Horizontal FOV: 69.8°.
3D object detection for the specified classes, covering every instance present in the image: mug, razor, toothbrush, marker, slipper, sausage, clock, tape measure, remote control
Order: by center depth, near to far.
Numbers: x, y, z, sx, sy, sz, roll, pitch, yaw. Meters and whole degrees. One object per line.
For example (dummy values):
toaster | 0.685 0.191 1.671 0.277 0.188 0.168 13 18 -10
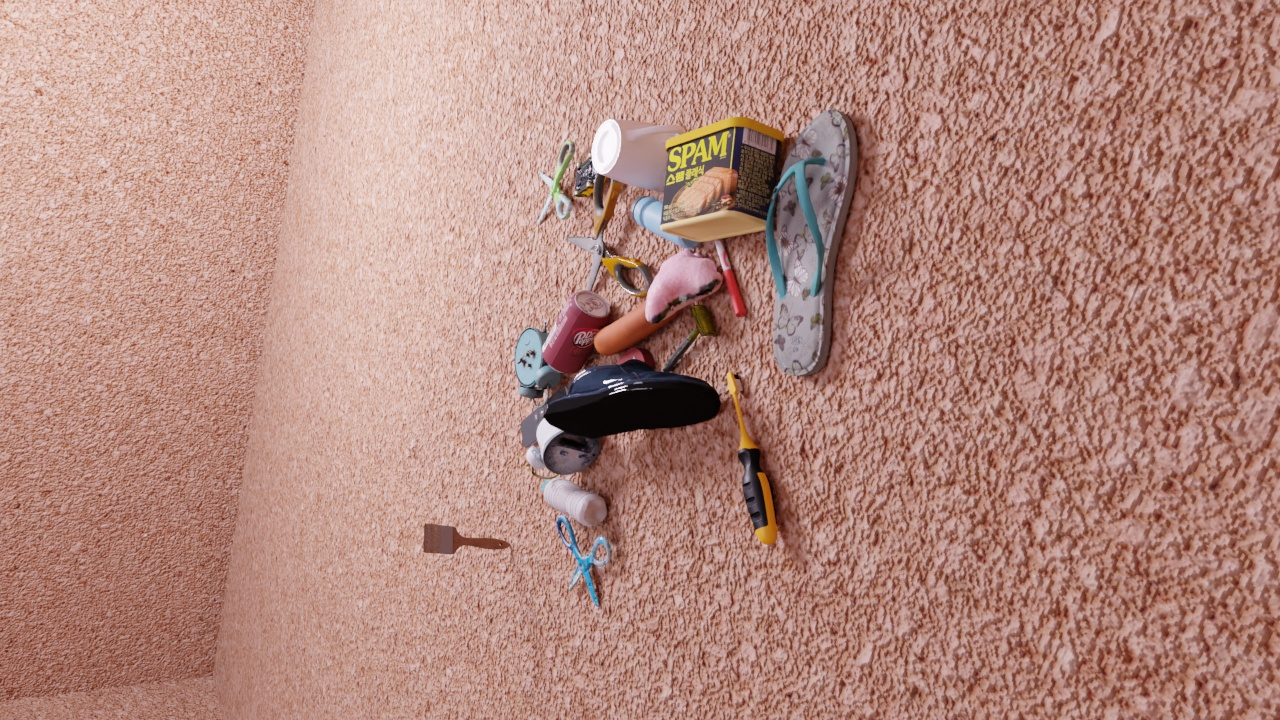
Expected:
slipper | 0.157 -0.119 0.930 0.098 0.054 0.269 15 100 57
toothbrush | 0.117 0.102 0.985 0.031 0.030 0.196 -44 50 50
marker | 0.097 -0.114 1.050 0.013 0.012 0.142 -41 54 46
razor | 0.054 -0.018 1.096 0.106 0.026 0.042 -53 48 44
slipper | -0.014 0.033 1.115 0.266 0.109 0.083 -14 55 47
mug | 0.003 -0.263 1.134 0.114 0.087 0.081 -26 65 51
sausage | -0.009 -0.043 1.170 0.165 0.039 0.044 -30 23 50
tape measure | -0.007 0.007 1.181 0.059 0.019 0.051 58 132 41
clock | -0.107 0.121 1.258 0.118 0.083 0.057 -55 38 21
clock | -0.148 0.010 1.356 0.090 0.053 0.124 -35 58 49
remote control | -0.143 0.087 1.380 0.147 0.008 0.045 -38 56 47

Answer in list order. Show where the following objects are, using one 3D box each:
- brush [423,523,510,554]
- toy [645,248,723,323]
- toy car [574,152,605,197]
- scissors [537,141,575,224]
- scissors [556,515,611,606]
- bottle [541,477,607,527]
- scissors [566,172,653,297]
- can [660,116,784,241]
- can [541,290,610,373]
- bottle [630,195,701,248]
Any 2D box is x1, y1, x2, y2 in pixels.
brush | -0.267 0.282 1.422 0.008 0.143 0.045 -35 50 47
toy | 0.046 -0.093 1.080 0.102 0.050 0.093 -29 36 17
toy car | -0.070 -0.259 1.289 0.107 0.030 0.049 179 94 -69
scissors | -0.129 -0.253 1.370 0.172 0.024 0.165 122 138 -50
scissors | -0.081 0.265 1.250 0.140 0.011 0.134 52 137 29
bottle | -0.097 0.192 1.271 0.136 0.044 0.044 14 98 55
scissors | -0.044 -0.164 1.232 0.225 0.016 0.230 31 125 50
can | 0.086 -0.194 1.008 0.135 0.075 0.104 -2 80 54
can | -0.089 -0.038 1.263 0.114 0.063 0.063 -57 44 37
bottle | 0.029 -0.173 1.129 0.130 0.040 0.040 36 116 51
